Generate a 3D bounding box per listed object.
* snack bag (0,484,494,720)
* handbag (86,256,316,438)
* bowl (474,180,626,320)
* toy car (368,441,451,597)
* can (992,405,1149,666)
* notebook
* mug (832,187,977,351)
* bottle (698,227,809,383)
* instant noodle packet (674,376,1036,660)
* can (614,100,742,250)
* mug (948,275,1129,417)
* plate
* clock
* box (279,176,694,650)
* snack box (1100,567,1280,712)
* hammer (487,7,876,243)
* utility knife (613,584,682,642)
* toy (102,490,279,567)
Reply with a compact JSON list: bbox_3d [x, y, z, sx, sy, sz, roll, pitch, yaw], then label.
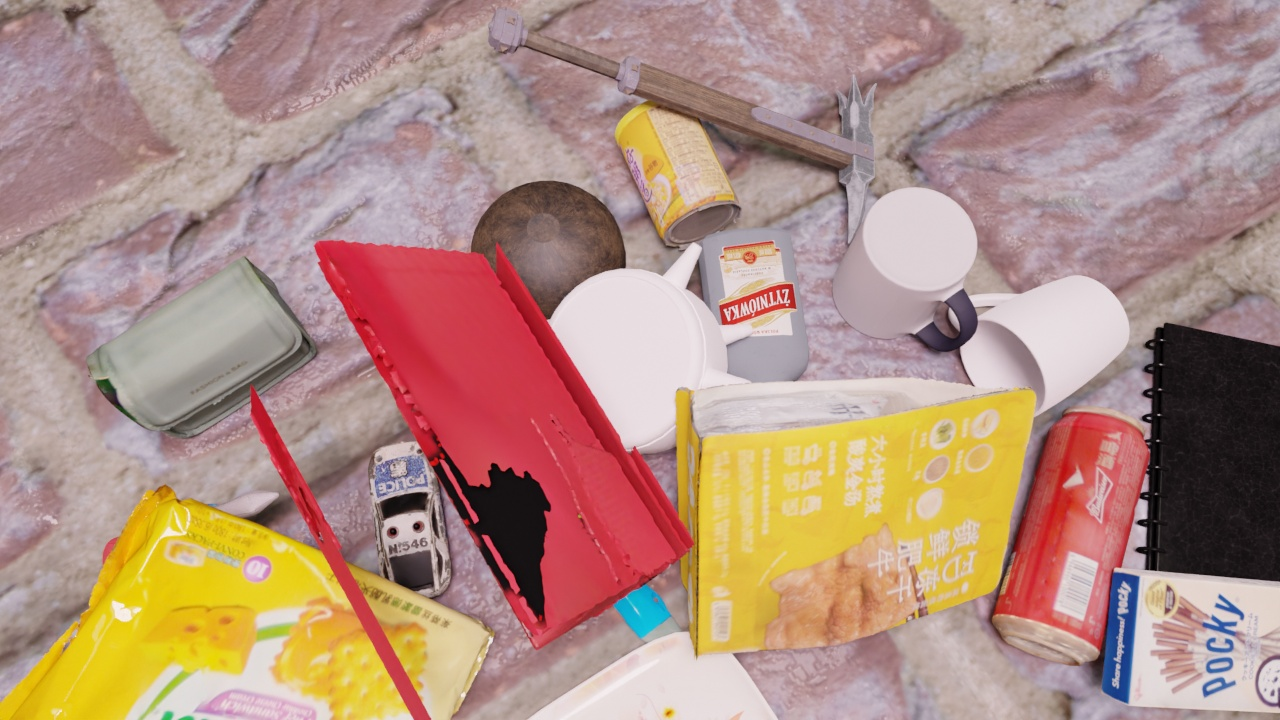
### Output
[{"bbox_3d":[-0.223,0.190,0.553,0.247,0.068,0.159,32,75,-22],"label":"snack bag"},{"bbox_3d":[-0.300,-0.005,0.639,0.121,0.106,0.067,-35,79,-12],"label":"handbag"},{"bbox_3d":[-0.071,-0.088,0.694,0.121,0.056,0.121,0,72,-1],"label":"bowl"},{"bbox_3d":[-0.162,0.109,0.637,0.048,0.041,0.112,-12,72,-6],"label":"toy car"},{"bbox_3d":[0.296,0.118,0.628,0.067,0.067,0.170,22,73,6],"label":"can"},{"bbox_3d":[0.447,0.095,0.664,0.169,0.019,0.231,12,72,2],"label":"notebook"},{"bbox_3d":[0.199,-0.055,0.667,0.078,0.097,0.112,-33,75,-11],"label":"mug"},{"bbox_3d":[0.086,-0.016,0.679,0.072,0.046,0.161,-5,72,-3],"label":"bottle"},{"bbox_3d":[0.136,0.095,0.588,0.221,0.084,0.163,-4,114,-7],"label":"instant noodle packet"},{"bbox_3d":[0.029,-0.147,0.710,0.067,0.068,0.105,-21,74,-8],"label":"can"},{"bbox_3d":[0.286,-0.022,0.676,0.087,0.081,0.114,-27,43,-16],"label":"mug"},{"bbox_3d":[0.009,0.276,0.561,0.187,0.016,0.187,-31,49,-8],"label":"plate"},{"bbox_3d":[-0.004,0.004,0.647,0.161,0.072,0.125,-25,72,21],"label":"clock"},{"bbox_3d":[-0.067,0.042,0.518,0.124,0.316,0.211,-30,77,-12],"label":"box"},{"bbox_3d":[0.371,0.181,0.592,0.150,0.026,0.082,7,88,-14],"label":"snack box"},{"bbox_3d":[0.040,-0.189,0.678,0.316,0.028,0.146,13,67,-21],"label":"hammer"},{"bbox_3d":[-0.043,0.115,0.650,0.031,0.015,0.209,-34,78,-14],"label":"utility knife"},{"bbox_3d":[-0.286,0.154,0.611,0.131,0.097,0.124,-8,65,16],"label":"toy"}]
